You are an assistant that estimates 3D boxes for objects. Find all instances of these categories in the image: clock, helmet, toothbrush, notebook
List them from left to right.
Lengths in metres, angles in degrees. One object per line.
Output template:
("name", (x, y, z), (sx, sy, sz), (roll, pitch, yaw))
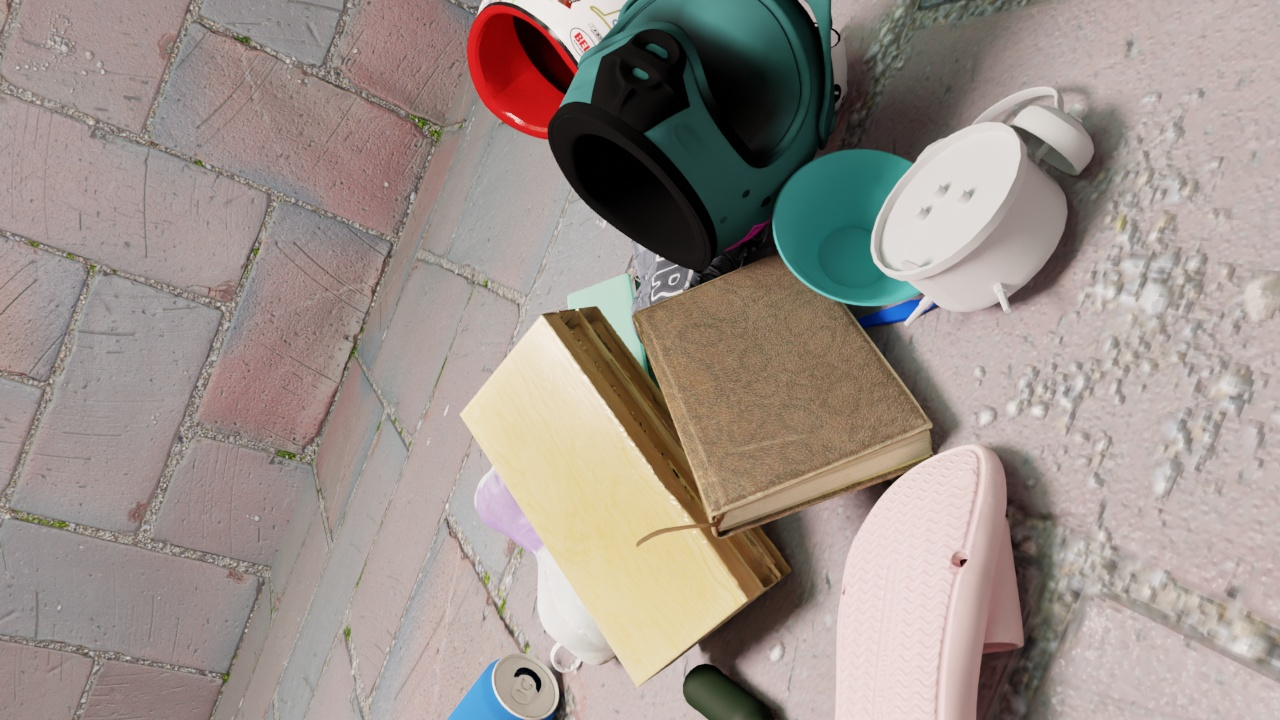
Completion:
("helmet", (-0.054, -0.409, 1.108), (0.235, 0.231, 0.315), (-48, 24, -21))
("helmet", (0.047, -0.196, 0.641), (0.200, 0.176, 0.275), (-56, -12, -7))
("notebook", (0.068, 0.020, 0.624), (0.190, 0.034, 0.215), (-21, 42, 0))
("toothbrush", (0.170, -0.030, 0.637), (0.187, 0.011, 0.016), (-21, 52, 61))
("clock", (0.201, -0.101, 0.550), (0.120, 0.061, 0.159), (-8, 53, 62))

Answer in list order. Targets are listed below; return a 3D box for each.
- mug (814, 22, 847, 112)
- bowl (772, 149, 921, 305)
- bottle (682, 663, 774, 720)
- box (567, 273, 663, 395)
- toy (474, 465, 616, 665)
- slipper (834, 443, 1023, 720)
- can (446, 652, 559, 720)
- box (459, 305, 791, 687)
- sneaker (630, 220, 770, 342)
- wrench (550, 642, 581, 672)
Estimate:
("mug", (0.138, -0.247, 0.789), (0.123, 0.090, 0.076), (-52, -30, -41))
("bowl", (0.151, -0.082, 0.633), (0.046, 0.121, 0.121), (82, -163, -67))
("bottle", (0.070, 0.237, 0.603), (0.123, 0.033, 0.033), (11, 81, 64))
("box", (-0.003, 0.003, 0.828), (0.187, 0.113, 0.078), (-102, -5, -48))
("toy", (-0.065, 0.160, 0.786), (0.209, 0.085, 0.138), (47, 130, 21))
("slipper", (0.150, 0.146, 0.485), (0.107, 0.055, 0.221), (-32, 35, 55))
("can", (-0.143, 0.353, 0.883), (0.146, 0.079, 0.078), (-55, 29, 28))
("box", (-0.014, 0.092, 0.682), (0.128, 0.091, 0.249), (-47, 71, 27))
("sneaker", (0.069, -0.096, 0.793), (0.151, 0.097, 0.252), (-51, 25, 29))
("wrench", (-0.032, 0.158, 0.853), (0.009, 0.047, 0.273), (17, 89, 70))
